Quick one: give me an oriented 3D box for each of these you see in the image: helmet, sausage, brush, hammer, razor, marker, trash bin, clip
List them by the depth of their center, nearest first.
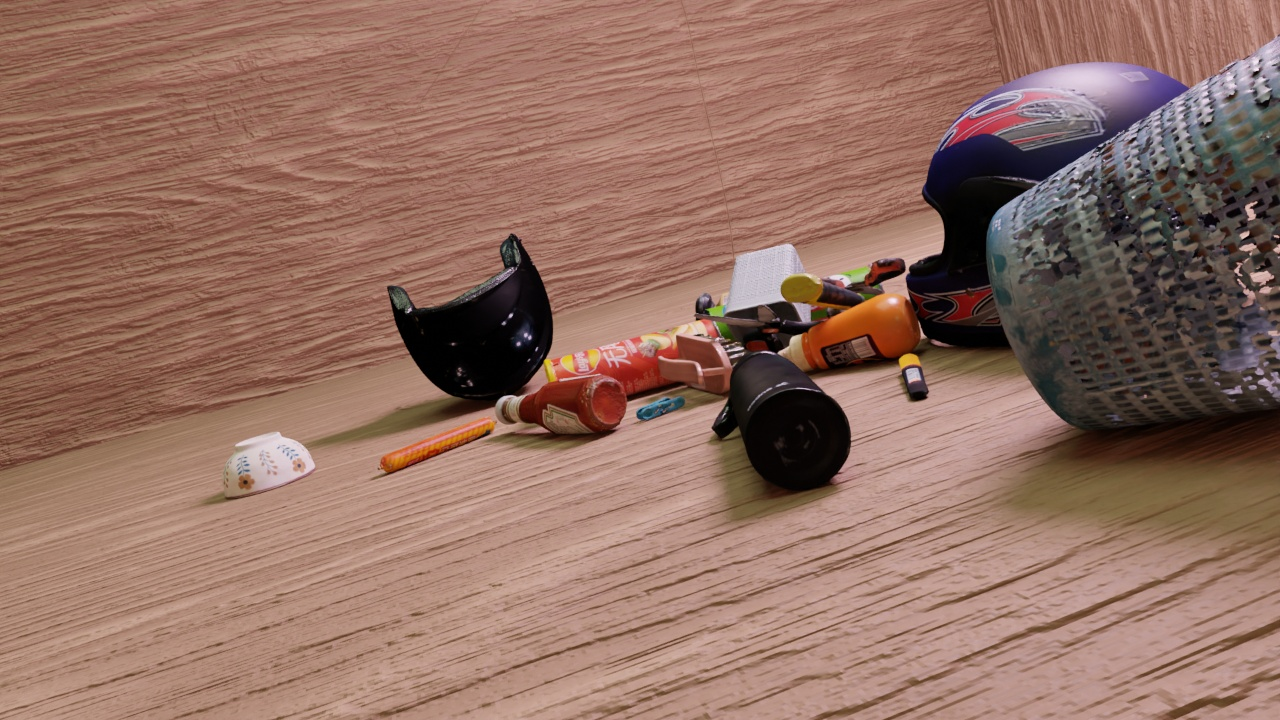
[{"bbox_3d":[0.318,-0.056,0.514,0.196,0.226,0.225,-25,-1,41],"label":"trash bin"},{"bbox_3d":[0.239,0.015,0.803,0.018,0.015,0.123,-14,10,15],"label":"marker"},{"bbox_3d":[0.388,-0.150,0.874,0.246,0.240,0.316,-17,7,-31],"label":"helmet"},{"bbox_3d":[0.020,0.050,0.966,0.055,0.013,0.038,-21,9,-37],"label":"clip"},{"bbox_3d":[0.069,0.005,1.021,0.073,0.063,0.146,-12,8,-14],"label":"brush"},{"bbox_3d":[0.235,-0.066,1.044,0.126,0.032,0.322,-13,-8,30],"label":"hammer"},{"bbox_3d":[-0.235,0.097,1.078,0.164,0.021,0.021,-21,10,-40],"label":"sausage"},{"bbox_3d":[0.156,-0.087,1.354,0.167,0.062,0.067,-15,41,-11],"label":"razor"},{"bbox_3d":[-0.249,-0.051,1.426,0.233,0.230,0.275,-22,0,-5],"label":"helmet"}]

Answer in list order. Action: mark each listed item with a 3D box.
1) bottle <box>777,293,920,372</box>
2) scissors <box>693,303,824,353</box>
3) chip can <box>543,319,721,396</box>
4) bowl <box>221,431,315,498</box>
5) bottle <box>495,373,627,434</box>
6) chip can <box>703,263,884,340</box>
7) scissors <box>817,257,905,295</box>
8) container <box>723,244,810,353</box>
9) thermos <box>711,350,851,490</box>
[{"bbox_3d":[0.212,-0.021,0.958,0.150,0.067,0.066,-19,4,29],"label":"bottle"},{"bbox_3d":[0.153,-0.032,1.028,0.220,0.021,0.229,2,-11,-12],"label":"scissors"},{"bbox_3d":[-0.007,0.007,1.121,0.216,0.073,0.073,-15,7,-5],"label":"chip can"},{"bbox_3d":[-0.484,0.129,1.179,0.113,0.062,0.113,-16,8,2],"label":"bowl"},{"bbox_3d":[-0.095,0.051,1.009,0.059,0.060,0.207,-20,8,-38],"label":"bottle"},{"bbox_3d":[0.207,-0.066,1.244,0.236,0.072,0.072,-15,7,3],"label":"chip can"},{"bbox_3d":[0.249,-0.089,1.073,0.225,0.015,0.189,-3,-8,-36],"label":"scissors"},{"bbox_3d":[0.164,-0.077,1.153,0.090,0.090,0.111,-11,45,25],"label":"container"},{"bbox_3d":[0.098,0.044,0.708,0.090,0.068,0.242,-47,3,6],"label":"thermos"}]
